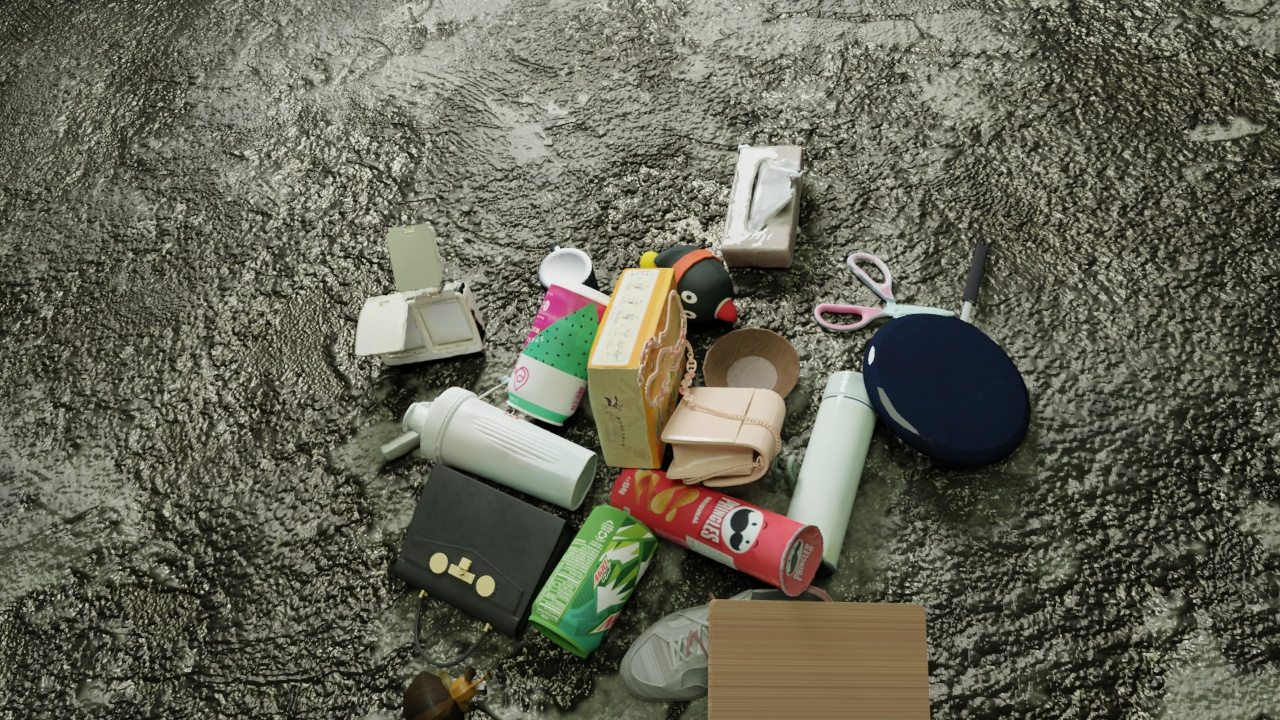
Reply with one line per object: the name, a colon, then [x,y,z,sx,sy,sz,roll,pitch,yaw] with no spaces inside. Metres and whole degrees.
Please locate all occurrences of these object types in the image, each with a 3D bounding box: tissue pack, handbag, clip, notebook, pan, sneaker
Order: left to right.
handbag: [-0.190,0.243,1.023,0.176,0.072,0.195,20,74,21]
handbag: [0.084,0.030,0.976,0.117,0.187,0.198,-4,19,18]
sneaker: [0.088,0.276,0.922,0.236,0.089,0.099,-17,56,-1]
tissue pack: [0.170,-0.215,1.230,0.104,0.071,0.181,2,59,21]
clip: [0.159,0.126,1.015,0.047,0.076,0.023,10,60,17]
notebook: [0.168,0.313,0.860,0.210,0.022,0.169,3,77,-8]
pan: [0.379,-0.030,1.084,0.199,0.021,0.355,25,55,4]

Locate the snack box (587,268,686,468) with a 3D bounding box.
snack box: [-0.006,0.006,1.050,0.081,0.145,0.194,1,38,13]

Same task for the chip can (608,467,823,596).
chip can: [0.073,0.171,0.966,0.233,0.073,0.073,16,60,41]

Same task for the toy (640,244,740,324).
toy: [0.069,-0.092,1.159,0.099,0.098,0.119,-29,47,-30]

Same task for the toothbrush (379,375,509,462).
toothbrush: [-0.241,0.071,1.155,0.185,0.022,0.024,-31,74,-9]

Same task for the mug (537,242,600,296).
mug: [-0.097,-0.108,1.211,0.071,0.077,0.105,-21,56,-4]

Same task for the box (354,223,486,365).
box: [-0.292,-0.063,1.134,0.143,0.194,0.101,-10,35,10]

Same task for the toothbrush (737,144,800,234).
toothbrush: [0.181,-0.243,1.288,0.017,0.012,0.186,-20,56,-7]

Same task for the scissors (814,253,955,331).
scissors: [0.309,-0.080,1.159,0.173,0.014,0.158,3,58,13]

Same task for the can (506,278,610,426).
can: [-0.096,-0.011,1.113,0.088,0.088,0.166,23,90,23]

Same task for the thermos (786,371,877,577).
thermos: [0.211,0.121,1.015,0.068,0.068,0.229,13,60,18]

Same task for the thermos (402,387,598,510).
thermos: [-0.163,0.104,1.081,0.220,0.099,0.099,21,63,14]

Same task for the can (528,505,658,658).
can: [-0.050,0.234,0.978,0.083,0.083,0.143,23,64,23]

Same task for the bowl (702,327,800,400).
bowl: [0.135,0.016,1.117,0.118,0.030,0.117,-5,57,7]

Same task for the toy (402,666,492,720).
toy: [-0.195,0.347,0.946,0.100,0.062,0.076,-33,93,5]
